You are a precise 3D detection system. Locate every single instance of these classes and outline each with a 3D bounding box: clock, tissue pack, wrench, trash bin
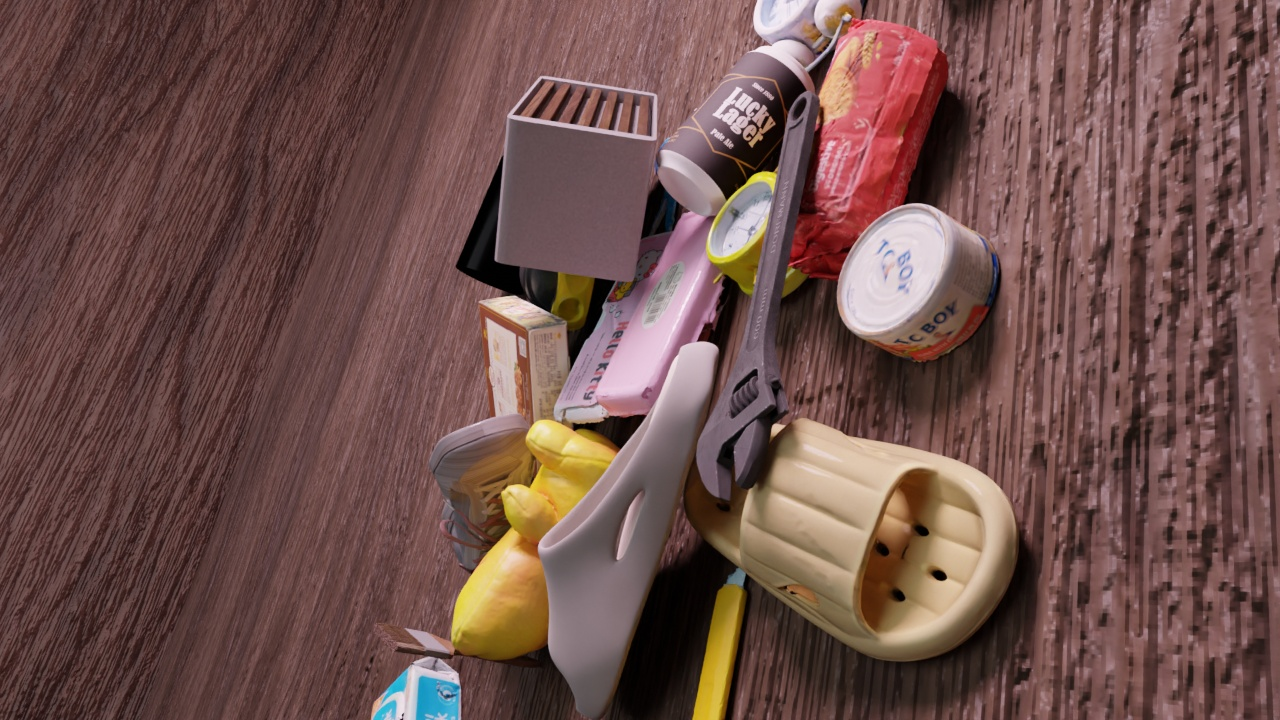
[{"bbox_3d":[0.098,-0.101,0.672,0.083,0.057,0.119,6,67,61],"label":"clock"},{"bbox_3d":[-0.209,0.350,0.834,0.093,0.061,0.144,-47,34,30],"label":"tissue pack"},{"bbox_3d":[0.139,-0.281,0.749,0.089,0.052,0.125,-38,42,39],"label":"clock"},{"bbox_3d":[0.077,-0.048,0.549,0.073,0.018,0.272,-26,46,59],"label":"wrench"},{"bbox_3d":[-0.051,-0.169,0.814,0.228,0.114,0.115,-87,6,-65],"label":"trash bin"}]

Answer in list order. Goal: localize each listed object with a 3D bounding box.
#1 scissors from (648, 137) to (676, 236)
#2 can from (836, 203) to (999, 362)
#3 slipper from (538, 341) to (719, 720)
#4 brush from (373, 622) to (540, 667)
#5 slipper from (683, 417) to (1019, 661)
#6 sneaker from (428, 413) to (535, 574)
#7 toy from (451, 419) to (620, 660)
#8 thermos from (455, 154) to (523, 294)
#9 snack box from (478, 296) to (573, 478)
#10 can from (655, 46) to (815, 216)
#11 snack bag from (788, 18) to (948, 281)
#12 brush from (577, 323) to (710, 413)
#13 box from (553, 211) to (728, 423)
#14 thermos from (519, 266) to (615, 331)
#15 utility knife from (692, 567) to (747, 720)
[{"bbox_3d":[0.027,-0.173,0.894,0.118,0.013,0.140,26,93,61],"label":"scissors"},{"bbox_3d":[0.160,-0.046,0.537,0.086,0.043,0.086,-39,40,41],"label":"can"},{"bbox_3d":[-0.020,0.106,0.614,0.112,0.080,0.266,-71,-2,-75],"label":"slipper"},{"bbox_3d":[-0.138,0.228,0.722,0.045,0.143,0.008,10,79,52],"label":"brush"},{"bbox_3d":[0.086,0.086,0.526,0.262,0.079,0.111,13,83,62],"label":"slipper"},{"bbox_3d":[-0.124,0.131,0.788,0.089,0.099,0.237,59,158,23],"label":"sneaker"},{"bbox_3d":[-0.068,0.147,0.730,0.087,0.134,0.193,24,83,19],"label":"toy"},{"bbox_3d":[-0.147,-0.188,1.120,0.086,0.086,0.198,10,77,61],"label":"thermos"},{"bbox_3d":[-0.109,0.022,0.871,0.147,0.041,0.143,-153,56,-61],"label":"snack box"},{"bbox_3d":[0.074,-0.179,0.723,0.128,0.072,0.072,-50,26,-10],"label":"can"},{"bbox_3d":[0.144,-0.136,0.600,0.082,0.082,0.176,11,79,61],"label":"snack bag"},{"bbox_3d":[-0.005,0.005,0.790,0.173,0.030,0.040,-35,41,42],"label":"brush"},{"bbox_3d":[0.006,-0.039,0.761,0.153,0.037,0.200,-8,49,49],"label":"box"},{"bbox_3d":[-0.086,-0.116,0.959,0.098,0.098,0.220,-57,25,15],"label":"thermos"},{"bbox_3d":[0.046,0.204,0.564,0.031,0.017,0.158,-15,56,49],"label":"utility knife"}]
